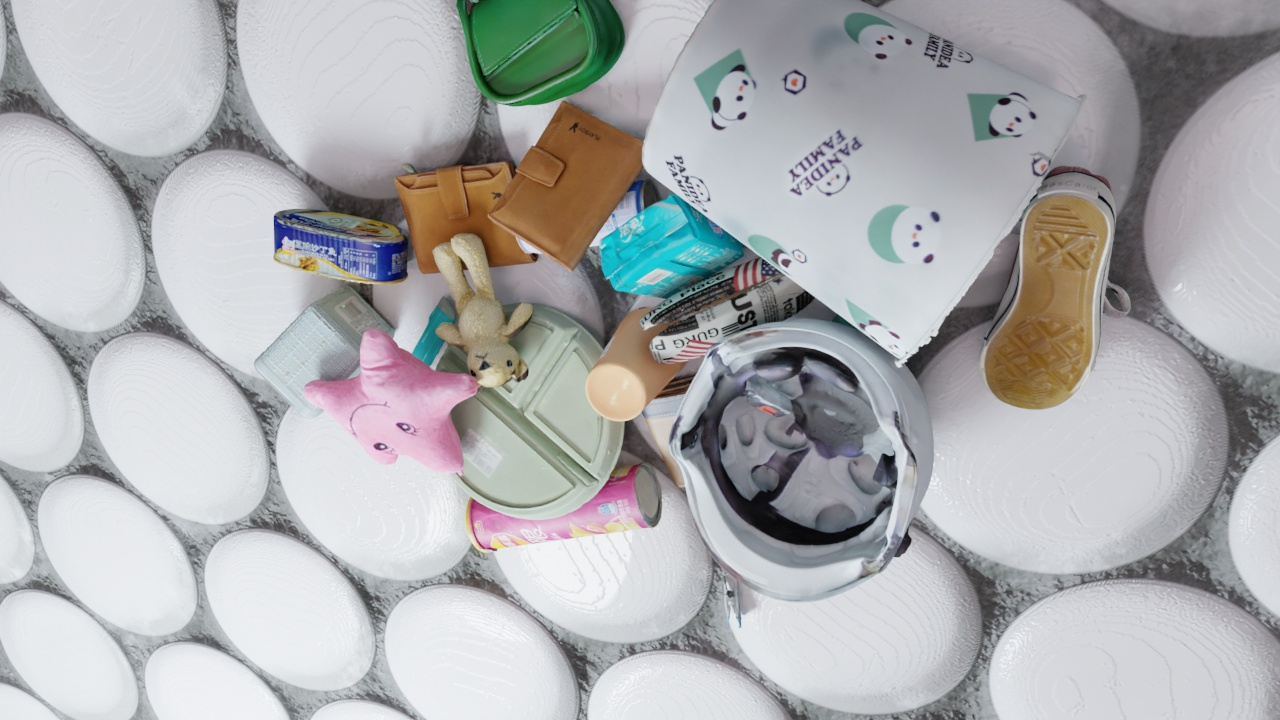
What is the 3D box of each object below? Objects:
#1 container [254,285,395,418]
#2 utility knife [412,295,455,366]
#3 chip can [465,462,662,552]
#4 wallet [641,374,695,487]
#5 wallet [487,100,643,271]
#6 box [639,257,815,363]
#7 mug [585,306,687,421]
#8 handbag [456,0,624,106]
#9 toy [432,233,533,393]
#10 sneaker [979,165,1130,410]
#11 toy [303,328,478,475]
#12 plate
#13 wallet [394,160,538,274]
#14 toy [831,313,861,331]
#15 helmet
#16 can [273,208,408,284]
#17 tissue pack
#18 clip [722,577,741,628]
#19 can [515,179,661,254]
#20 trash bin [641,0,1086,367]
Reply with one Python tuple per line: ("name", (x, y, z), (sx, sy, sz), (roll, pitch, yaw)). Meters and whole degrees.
("container", (-0.339, -0.013, 1.001), (0.112, 0.090, 0.090), (-40, 97, 26))
("utility knife", (-0.239, -0.009, 1.010), (0.029, 0.013, 0.158), (39, 122, 2))
("chip can", (-0.084, 0.161, 0.999), (0.211, 0.071, 0.071), (-13, 108, 23))
("wallet", (0.054, 0.074, 0.932), (0.090, 0.033, 0.115), (-13, 114, 26))
("wallet", (-0.065, -0.159, 0.832), (0.108, 0.031, 0.132), (34, 90, 25))
("box", (0.075, -0.061, 0.825), (0.163, 0.075, 0.082), (-22, 68, 4))
("mug", (-0.005, 0.005, 0.873), (0.078, 0.122, 0.078), (7, 114, 16))
("handbag", (-0.088, -0.292, 0.806), (0.132, 0.067, 0.120), (-16, 99, 25))
("toy", (-0.161, -0.048, 0.907), (0.105, 0.066, 0.157), (-16, 96, 7))
("sneaker", (0.338, -0.060, 0.750), (0.118, 0.087, 0.241), (15, 139, 25))
("toy", (-0.236, 0.052, 0.930), (0.195, 0.074, 0.178), (-30, 113, 36))
("plate", (-0.125, 0.055, 0.953), (0.230, 0.027, 0.230), (2, 95, 23))
("wallet", (-0.176, -0.148, 0.917), (0.131, 0.035, 0.119), (-3, 118, 20))
("toy", (0.206, -0.035, 0.839), (0.096, 0.030, 0.092), (32, 124, -5))
("helmet", (0.155, 0.075, 0.824), (0.229, 0.145, 0.259), (23, 123, 29))
("can", (-0.310, -0.119, 0.950), (0.148, 0.074, 0.049), (13, 113, 13))
("tissue pack", (0.030, -0.098, 0.814), (0.093, 0.133, 0.050), (-30, 75, 24))
("clip", (0.100, 0.266, 1.010), (0.038, 0.026, 0.058), (-2, 107, 11))
("can", (-0.050, -0.134, 0.865), (0.135, 0.053, 0.053), (-6, 111, 21))
("trash bin", (0.154, -0.159, 0.697), (0.252, 0.228, 0.230), (33, 119, 8))
